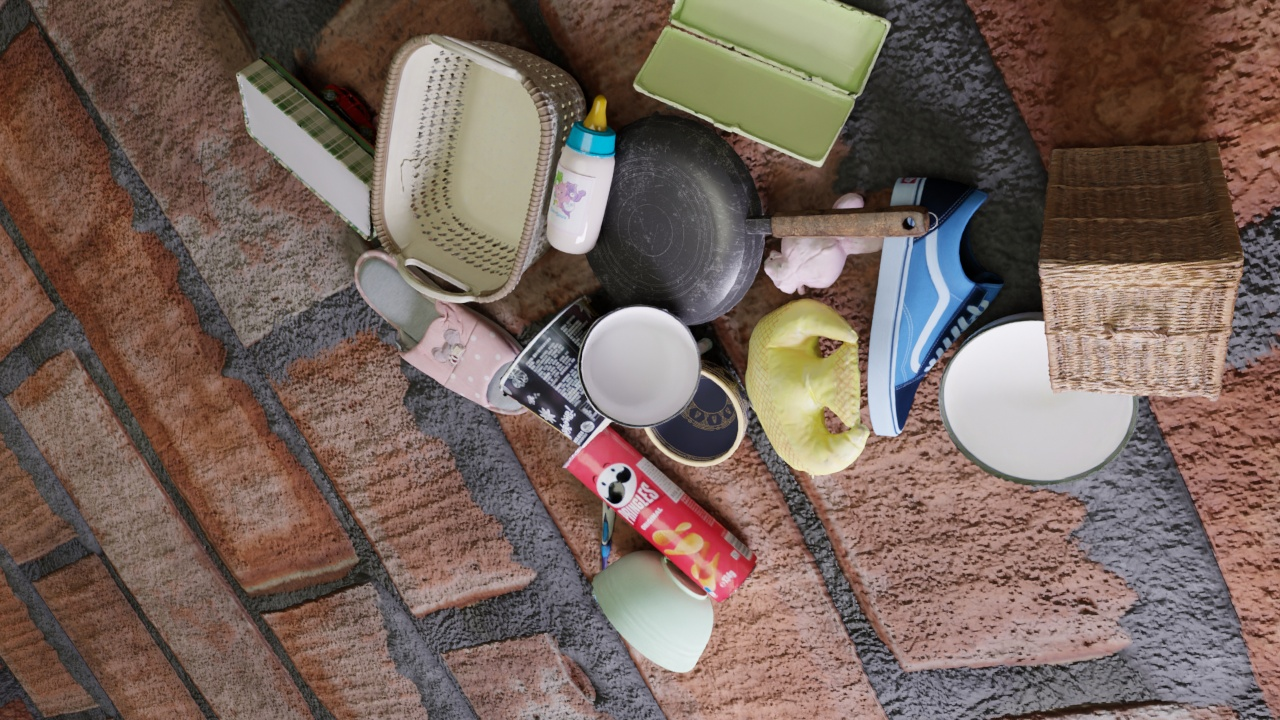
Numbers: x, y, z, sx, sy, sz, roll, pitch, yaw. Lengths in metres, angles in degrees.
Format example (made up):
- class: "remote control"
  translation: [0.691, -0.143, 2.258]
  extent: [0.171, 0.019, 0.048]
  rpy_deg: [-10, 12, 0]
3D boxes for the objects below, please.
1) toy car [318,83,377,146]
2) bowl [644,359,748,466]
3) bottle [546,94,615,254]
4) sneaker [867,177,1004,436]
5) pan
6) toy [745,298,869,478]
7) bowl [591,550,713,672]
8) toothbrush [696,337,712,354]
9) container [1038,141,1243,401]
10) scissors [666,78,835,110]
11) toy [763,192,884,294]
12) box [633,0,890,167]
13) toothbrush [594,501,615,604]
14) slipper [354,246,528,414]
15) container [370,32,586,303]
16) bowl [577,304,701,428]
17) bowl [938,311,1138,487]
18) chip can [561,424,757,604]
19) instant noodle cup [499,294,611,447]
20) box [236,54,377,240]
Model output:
- class: "toy car"
  translation: [-0.318, -0.263, 1.014]
  extent: [0.091, 0.036, 0.042]
  rpy_deg: [50, 154, 0]
- class: "bowl"
  translation: [0.062, 0.046, 0.950]
  extent: [0.112, 0.061, 0.112]
  rpy_deg: [11, 117, 23]
- class: "bottle"
  translation: [-0.051, -0.171, 0.839]
  extent: [0.051, 0.051, 0.146]
  rpy_deg: [24, 121, 16]
- class: "sneaker"
  translation: [0.257, -0.035, 0.800]
  extent: [0.098, 0.083, 0.241]
  rpy_deg: [11, 115, 22]
- class: "pan"
  translation: [0.083, -0.121, 0.822]
  extent: [0.358, 0.040, 0.208]
  rpy_deg: [5, 111, 35]
- class: "toy"
  translation: [0.152, 0.028, 0.876]
  extent: [0.155, 0.064, 0.170]
  rpy_deg: [-6, 92, 56]
- class: "bowl"
  translation: [0.027, 0.269, 1.036]
  extent: [0.151, 0.150, 0.077]
  rpy_deg: [41, 100, 5]
- class: "toothbrush"
  translation: [0.008, 0.022, 0.996]
  extent: [0.181, 0.016, 0.016]
  rpy_deg: [-34, 91, 36]
- class: "container"
  translation: [0.353, -0.068, 0.663]
  extent: [0.114, 0.197, 0.113]
  rpy_deg: [2, 125, 25]
- class: "scissors"
  translation: [0.103, -0.240, 0.824]
  extent: [0.170, 0.014, 0.095]
  rpy_deg: [27, 121, 12]
- class: "toy"
  translation: [0.168, -0.103, 0.836]
  extent: [0.110, 0.047, 0.063]
  rpy_deg: [-31, 99, 25]
- class: "box"
  translation: [0.102, -0.260, 0.788]
  extent: [0.188, 0.044, 0.141]
  rpy_deg: [26, 97, 16]
- class: "toothbrush"
  translation: [-0.044, 0.222, 1.115]
  extent: [0.016, 0.017, 0.189]
  rpy_deg: [17, 120, 21]
- class: "slipper"
  translation: [-0.235, -0.029, 1.074]
  extent: [0.274, 0.054, 0.114]
  rpy_deg: [38, 125, 8]
- class: "container"
  translation: [-0.154, -0.193, 0.902]
  extent: [0.184, 0.142, 0.247]
  rpy_deg: [28, 122, 14]
- class: "bowl"
  translation: [-0.005, 0.005, 0.872]
  extent: [0.116, 0.066, 0.116]
  rpy_deg: [0, 91, -10]
- class: "bowl"
  translation: [0.341, 0.024, 0.788]
  extent: [0.153, 0.072, 0.154]
  rpy_deg: [12, 118, 23]
- class: "chip can"
  translation: [0.023, 0.168, 1.023]
  extent: [0.233, 0.073, 0.073]
  rpy_deg: [41, 125, 4]
- class: "instant noodle cup"
  translation: [-0.064, 0.018, 0.957]
  extent: [0.112, 0.137, 0.138]
  rpy_deg: [43, 125, 3]
- class: "box"
  translation: [-0.355, -0.235, 1.019]
  extent: [0.205, 0.049, 0.118]
  rpy_deg: [40, 150, 6]
